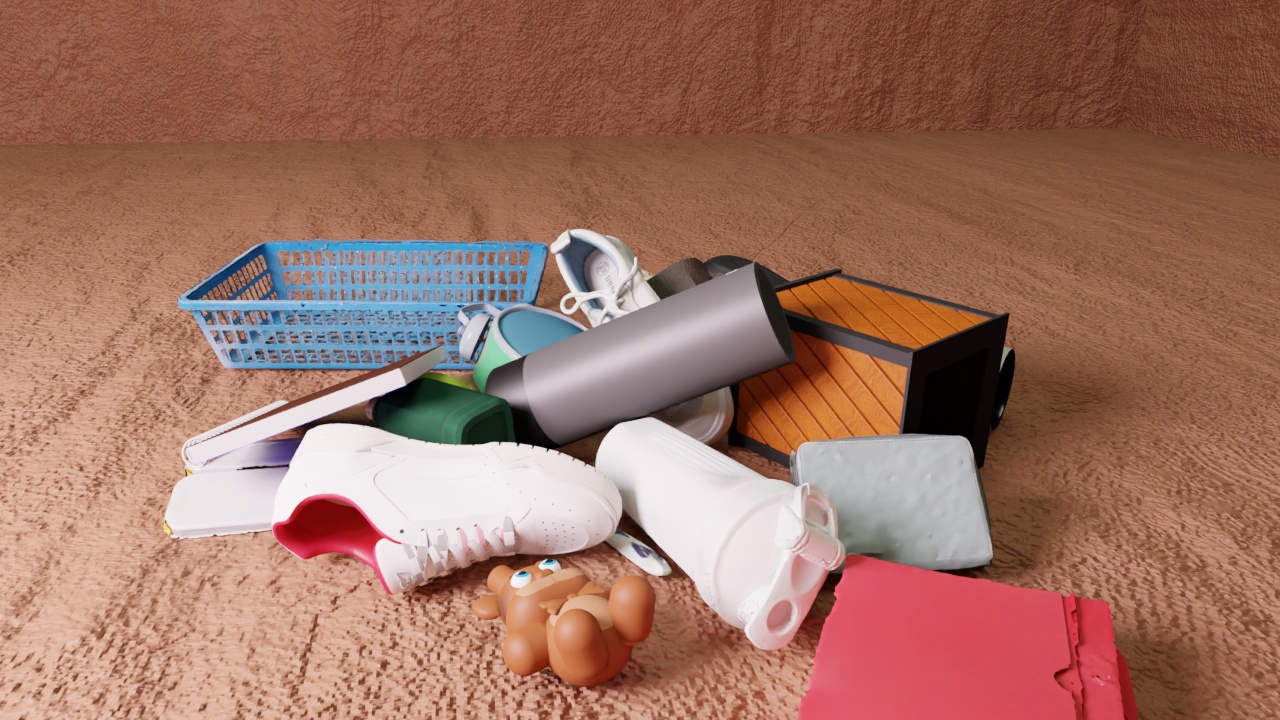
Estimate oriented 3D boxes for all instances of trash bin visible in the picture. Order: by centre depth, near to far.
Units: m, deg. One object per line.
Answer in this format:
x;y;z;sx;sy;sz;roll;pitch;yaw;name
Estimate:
0.189;0.019;0.785;0.139;0.140;0.172;-18;28;-38;trash bin

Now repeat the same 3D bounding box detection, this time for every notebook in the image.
-0.257;0.031;0.759;0.171;0.022;0.209;-21;7;-1;notebook

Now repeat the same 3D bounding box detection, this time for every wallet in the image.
0.173;0.104;0.650;0.131;0.054;0.100;0;62;-3;wallet

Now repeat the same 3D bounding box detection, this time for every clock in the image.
-0.107;-0.003;0.873;0.161;0.075;0.121;37;28;19;clock

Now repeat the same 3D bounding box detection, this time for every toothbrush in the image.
-0.037;0.117;0.697;0.016;0.017;0.189;-15;26;-35;toothbrush

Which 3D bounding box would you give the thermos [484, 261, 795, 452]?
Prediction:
-0.004;0.004;0.734;0.241;0.082;0.082;-21;16;18;thermos

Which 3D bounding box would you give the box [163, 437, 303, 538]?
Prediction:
-0.262;0.094;0.742;0.209;0.036;0.129;-3;25;-10;box

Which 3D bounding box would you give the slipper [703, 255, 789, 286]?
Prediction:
0.176;-0.037;1.018;0.268;0.076;0.112;29;28;22;slipper

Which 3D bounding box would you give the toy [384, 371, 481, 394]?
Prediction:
-0.175;0.036;0.863;0.115;0.046;0.092;-9;23;-41;toy

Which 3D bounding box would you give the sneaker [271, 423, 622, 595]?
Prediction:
-0.136;0.116;0.628;0.236;0.090;0.104;9;43;2;sneaker

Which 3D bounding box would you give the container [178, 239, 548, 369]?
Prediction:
-0.291;-0.065;1.050;0.362;0.089;0.256;0;21;-1;container

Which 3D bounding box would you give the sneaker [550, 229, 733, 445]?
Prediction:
-0.009;-0.024;0.822;0.090;0.090;0.242;16;37;-57;sneaker

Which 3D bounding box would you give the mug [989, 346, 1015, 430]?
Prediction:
0.288;0.028;0.868;0.097;0.079;0.111;15;54;31;mug

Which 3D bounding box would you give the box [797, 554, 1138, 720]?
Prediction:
0.159;0.189;0.474;0.153;0.165;0.214;48;31;-1;box

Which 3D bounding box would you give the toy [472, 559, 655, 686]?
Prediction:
-0.051;0.149;0.558;0.094;0.065;0.128;-14;21;-38;toy

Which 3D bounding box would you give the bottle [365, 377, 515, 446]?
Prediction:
-0.167;0.051;0.725;0.131;0.061;0.061;12;27;33;bottle

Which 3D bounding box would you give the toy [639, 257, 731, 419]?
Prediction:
0.054;-0.028;0.890;0.179;0.078;0.152;-34;61;1;toy

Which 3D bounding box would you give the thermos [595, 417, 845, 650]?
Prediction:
0.046;0.102;0.637;0.099;0.099;0.220;-10;20;-26;thermos

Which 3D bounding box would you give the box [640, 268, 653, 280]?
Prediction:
0.004;-0.064;1.089;0.042;0.083;0.187;2;17;-30;box
